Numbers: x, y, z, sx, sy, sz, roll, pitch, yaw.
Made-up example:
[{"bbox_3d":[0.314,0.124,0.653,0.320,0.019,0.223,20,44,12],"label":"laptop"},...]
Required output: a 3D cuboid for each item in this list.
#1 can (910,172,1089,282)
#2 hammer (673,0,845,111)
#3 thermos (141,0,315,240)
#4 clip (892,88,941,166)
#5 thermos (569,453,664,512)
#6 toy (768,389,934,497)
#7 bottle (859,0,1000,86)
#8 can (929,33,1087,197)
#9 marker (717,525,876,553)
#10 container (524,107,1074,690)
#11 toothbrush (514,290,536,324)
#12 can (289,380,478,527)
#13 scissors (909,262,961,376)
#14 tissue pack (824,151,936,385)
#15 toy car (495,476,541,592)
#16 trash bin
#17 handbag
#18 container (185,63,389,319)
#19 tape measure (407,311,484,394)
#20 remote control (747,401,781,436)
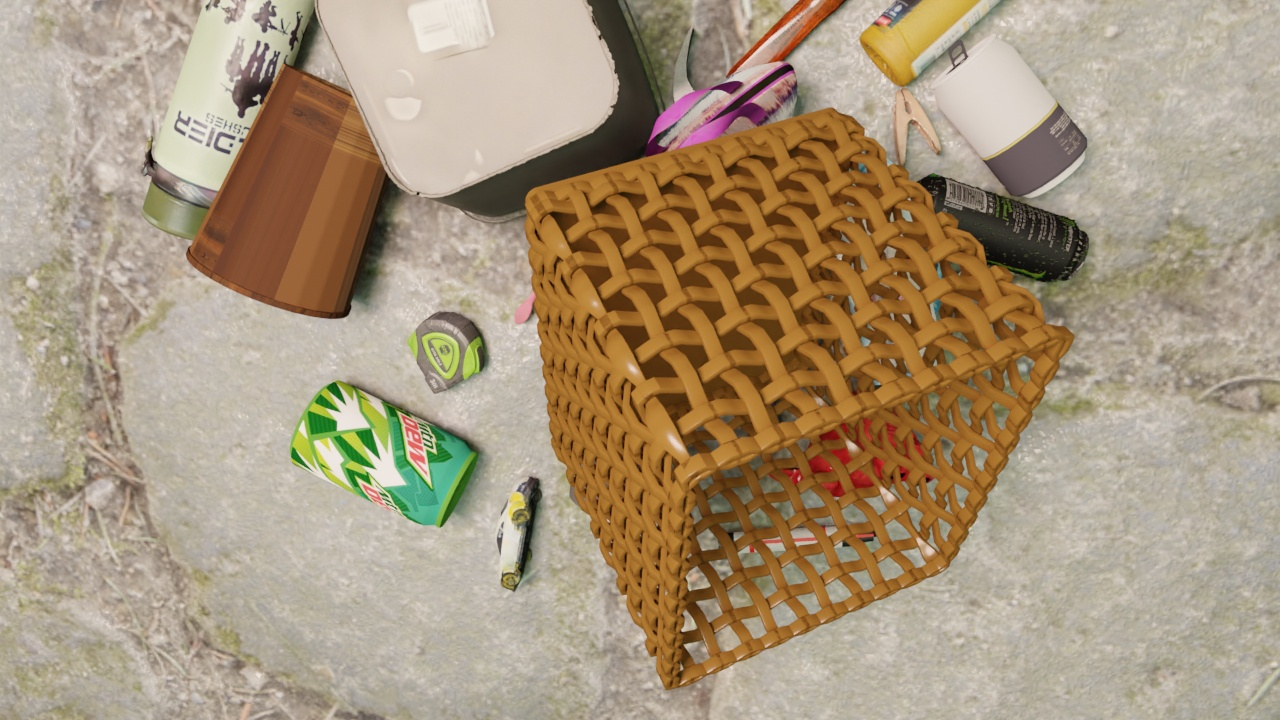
[{"bbox_3d":[0.272,-0.101,0.710,0.137,0.054,0.054,17,105,-6],"label":"can"},{"bbox_3d":[0.146,-0.284,0.700,0.301,0.028,0.111,-43,97,14],"label":"hammer"},{"bbox_3d":[-0.343,-0.210,0.748,0.082,0.082,0.232,28,106,-1],"label":"thermos"},{"bbox_3d":[0.208,-0.181,0.722,0.039,0.024,0.060,-31,89,10],"label":"clip"},{"bbox_3d":[-0.005,0.004,0.762,0.082,0.082,0.241,9,105,4],"label":"thermos"},{"bbox_3d":[0.172,0.070,0.779,0.133,0.088,0.094,-18,68,29],"label":"toy"},{"bbox_3d":[0.249,-0.286,0.674,0.186,0.053,0.053,-42,96,14],"label":"bottle"},{"bbox_3d":[0.273,-0.187,0.690,0.064,0.064,0.127,-40,97,14],"label":"can"},{"bbox_3d":[0.142,0.159,0.817,0.146,0.019,0.019,-5,103,8],"label":"marker"},{"bbox_3d":[0.072,0.024,0.579,0.219,0.214,0.252,-19,142,-15],"label":"container"},{"bbox_3d":[-0.071,-0.088,0.782,0.021,0.016,0.135,33,103,-3],"label":"toothbrush"},{"bbox_3d":[-0.224,0.083,0.807,0.144,0.083,0.083,26,105,-1],"label":"can"},{"bbox_3d":[0.236,-0.049,0.759,0.066,0.015,0.135,11,107,1],"label":"scissors"},{"bbox_3d":[0.174,-0.075,0.705,0.070,0.112,0.182,-14,102,1],"label":"tissue pack"},{"bbox_3d":[-0.114,0.156,0.831,0.033,0.048,0.105,10,105,3],"label":"toy car"},{"bbox_3d":[-0.097,-0.205,0.640,0.197,0.220,0.197,-22,100,7],"label":"trash bin"},{"bbox_3d":[0.046,-0.157,0.638,0.145,0.169,0.068,-38,90,17],"label":"handbag"},{"bbox_3d":[-0.268,-0.137,0.739,0.132,0.132,0.167,26,100,0],"label":"container"},{"bbox_3d":[-0.167,-0.011,0.802,0.059,0.035,0.065,-19,105,20],"label":"tape measure"},{"bbox_3d":[0.089,-0.001,0.785,0.032,0.015,0.136,-16,104,10],"label":"remote control"}]
